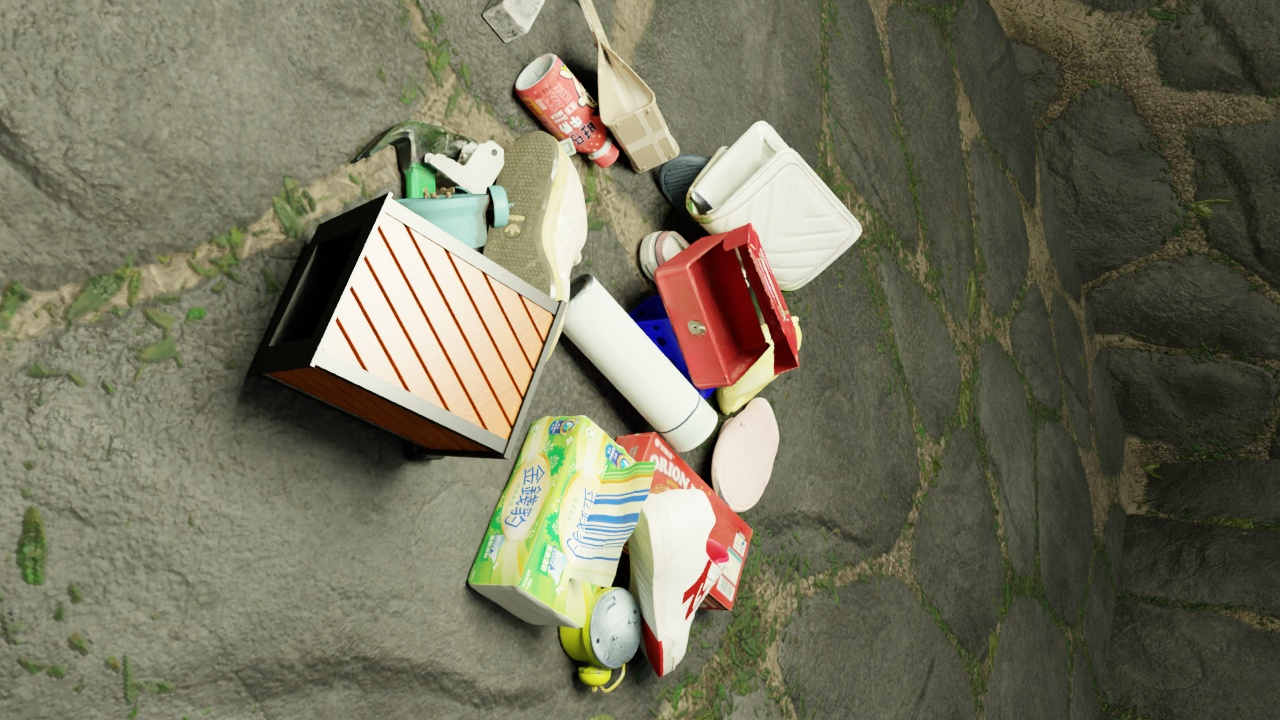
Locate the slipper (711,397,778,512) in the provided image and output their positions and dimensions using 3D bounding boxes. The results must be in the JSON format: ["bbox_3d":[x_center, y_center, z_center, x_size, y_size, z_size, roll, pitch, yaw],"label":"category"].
[{"bbox_3d":[0.138,0.118,1.230,0.221,0.056,0.107,-46,119,-57],"label":"slipper"}]

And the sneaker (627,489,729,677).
[{"bbox_3d":[0.048,0.241,1.000,0.104,0.090,0.237,-13,119,-19],"label":"sneaker"}]

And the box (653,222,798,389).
[{"bbox_3d":[0.100,-0.061,1.055,0.157,0.127,0.136,66,20,-14],"label":"box"}]

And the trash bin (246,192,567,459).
[{"bbox_3d":[-0.187,-0.018,0.745,0.171,0.140,0.139,31,68,-34],"label":"trash bin"}]

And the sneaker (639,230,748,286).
[{"bbox_3d":[0.098,-0.094,1.187,0.241,0.088,0.118,37,56,-45],"label":"sneaker"}]

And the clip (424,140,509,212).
[{"bbox_3d":[-0.162,-0.186,0.890,0.101,0.044,0.054,37,69,-43],"label":"clip"}]

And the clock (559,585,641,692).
[{"bbox_3d":[-0.039,0.296,0.977,0.083,0.057,0.119,-26,103,-51],"label":"clock"}]

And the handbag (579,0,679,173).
[{"bbox_3d":[-0.029,-0.340,1.066,0.175,0.062,0.198,26,42,-78],"label":"handbag"}]

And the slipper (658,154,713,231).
[{"bbox_3d":[0.125,-0.218,1.236,0.263,0.101,0.082,35,57,-46],"label":"slipper"}]

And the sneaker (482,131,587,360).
[{"bbox_3d":[-0.104,-0.108,0.956,0.102,0.089,0.241,25,68,-69],"label":"sneaker"}]

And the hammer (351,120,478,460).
[{"bbox_3d":[-0.204,-0.067,0.856,0.130,0.032,0.318,4,81,-52],"label":"hammer"}]

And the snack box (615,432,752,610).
[{"bbox_3d":[0.041,0.195,1.091,0.236,0.060,0.113,47,50,-36],"label":"snack box"}]

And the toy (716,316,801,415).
[{"bbox_3d":[0.166,0.000,1.241,0.064,0.155,0.170,39,39,18],"label":"toy"}]

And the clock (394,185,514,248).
[{"bbox_3d":[-0.167,-0.128,0.818,0.124,0.090,0.053,-19,111,-47],"label":"clock"}]

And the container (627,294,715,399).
[{"bbox_3d":[0.044,-0.015,1.111,0.084,0.085,0.114,-44,119,-45],"label":"container"}]

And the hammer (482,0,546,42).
[{"bbox_3d":[-0.184,-0.515,0.952,0.300,0.037,0.217,45,51,-37],"label":"hammer"}]

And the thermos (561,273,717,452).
[{"bbox_3d":[-0.006,0.006,1.027,0.230,0.068,0.067,47,49,-21],"label":"thermos"}]

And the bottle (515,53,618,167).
[{"bbox_3d":[-0.075,-0.272,1.025,0.137,0.062,0.061,43,53,-39],"label":"bottle"}]

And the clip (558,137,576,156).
[{"bbox_3d":[-0.110,-0.219,1.000,0.075,0.061,0.023,-34,109,-33],"label":"clip"}]

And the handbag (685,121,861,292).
[{"bbox_3d":[0.163,-0.183,1.135,0.198,0.142,0.096,34,21,-44],"label":"handbag"}]

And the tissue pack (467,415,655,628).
[{"bbox_3d":[-0.059,0.157,0.907,0.120,0.142,0.197,39,55,-41],"label":"tissue pack"}]
